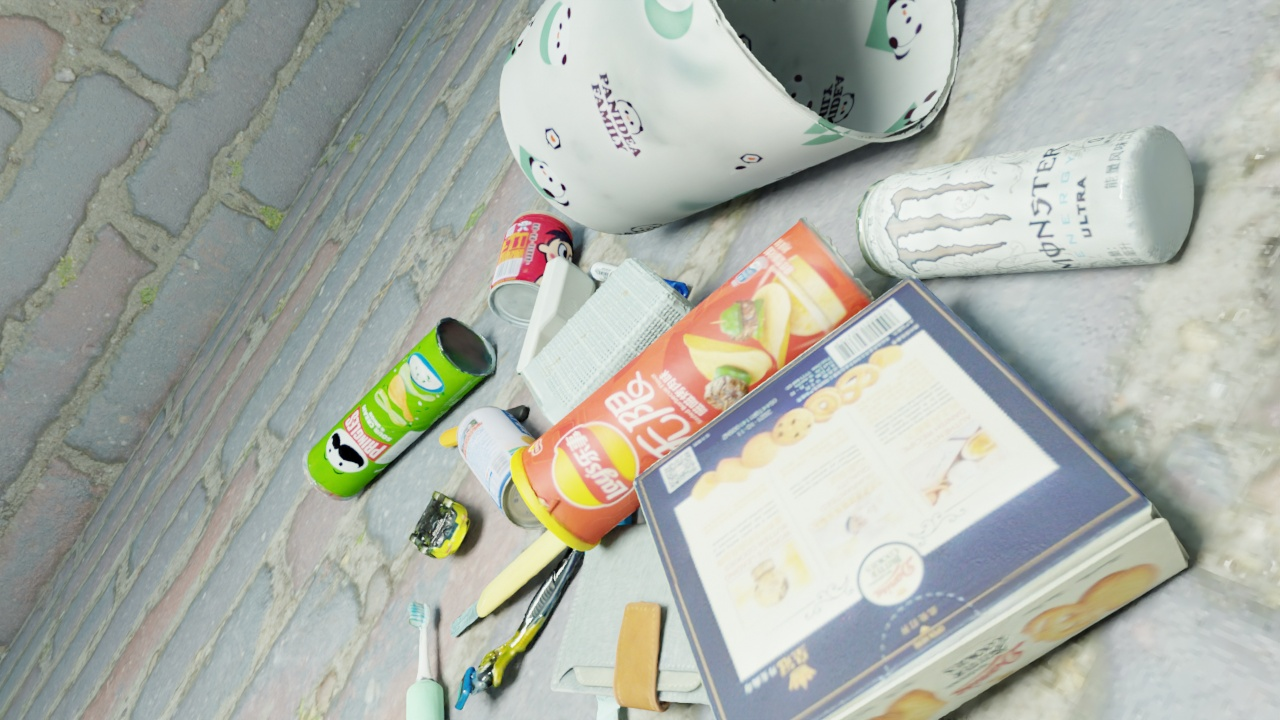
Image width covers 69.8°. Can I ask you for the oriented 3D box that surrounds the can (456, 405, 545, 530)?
[{"bbox_3d":[-0.101,0.078,0.704,0.053,0.053,0.134,-57,30,0],"label":"can"}]

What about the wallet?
[{"bbox_3d":[0.012,0.134,0.494,0.130,0.037,0.106,-12,49,39],"label":"wallet"}]

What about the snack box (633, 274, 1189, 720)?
[{"bbox_3d":[0.097,0.067,0.407,0.178,0.046,0.182,-37,34,10],"label":"snack box"}]

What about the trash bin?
[{"bbox_3d":[0.041,-0.210,0.624,0.253,0.229,0.229,-19,46,54],"label":"trash bin"}]

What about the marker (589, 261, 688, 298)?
[{"bbox_3d":[-0.005,-0.065,0.738,0.017,0.017,0.146,-59,30,-4],"label":"marker"}]

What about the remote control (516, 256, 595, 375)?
[{"bbox_3d":[-0.067,-0.029,0.762,0.024,0.049,0.124,-21,45,41],"label":"remote control"}]

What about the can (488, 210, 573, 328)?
[{"bbox_3d":[-0.098,-0.084,0.842,0.067,0.066,0.093,-28,40,39],"label":"can"}]

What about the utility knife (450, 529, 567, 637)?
[{"bbox_3d":[-0.089,0.148,0.639,0.202,0.021,0.030,-40,25,33],"label":"utility knife"}]

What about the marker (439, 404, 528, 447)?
[{"bbox_3d":[-0.140,0.060,0.820,0.124,0.015,0.018,-20,47,42],"label":"marker"}]

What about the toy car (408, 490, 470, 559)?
[{"bbox_3d":[-0.164,0.138,0.763,0.048,0.032,0.105,-64,20,-12],"label":"toy car"}]

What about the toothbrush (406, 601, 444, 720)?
[{"bbox_3d":[-0.148,0.254,0.633,0.026,0.027,0.224,-51,30,21],"label":"toothbrush"}]

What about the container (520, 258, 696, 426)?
[{"bbox_3d":[-0.004,0.004,0.604,0.111,0.090,0.090,-49,31,6],"label":"container"}]

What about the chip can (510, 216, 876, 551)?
[{"bbox_3d":[0.029,0.016,0.512,0.217,0.073,0.073,-39,33,11],"label":"chip can"}]

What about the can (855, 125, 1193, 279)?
[{"bbox_3d":[0.177,-0.071,0.440,0.147,0.058,0.058,2,63,55],"label":"can"}]

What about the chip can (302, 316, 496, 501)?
[{"bbox_3d":[-0.244,0.052,0.920,0.237,0.072,0.072,-39,34,26],"label":"chip can"}]

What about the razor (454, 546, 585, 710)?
[{"bbox_3d":[-0.072,0.169,0.610,0.142,0.022,0.043,-53,8,-5],"label":"razor"}]

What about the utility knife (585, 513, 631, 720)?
[{"bbox_3d":[-0.020,0.161,0.544,0.034,0.018,0.233,-24,41,22],"label":"utility knife"}]
